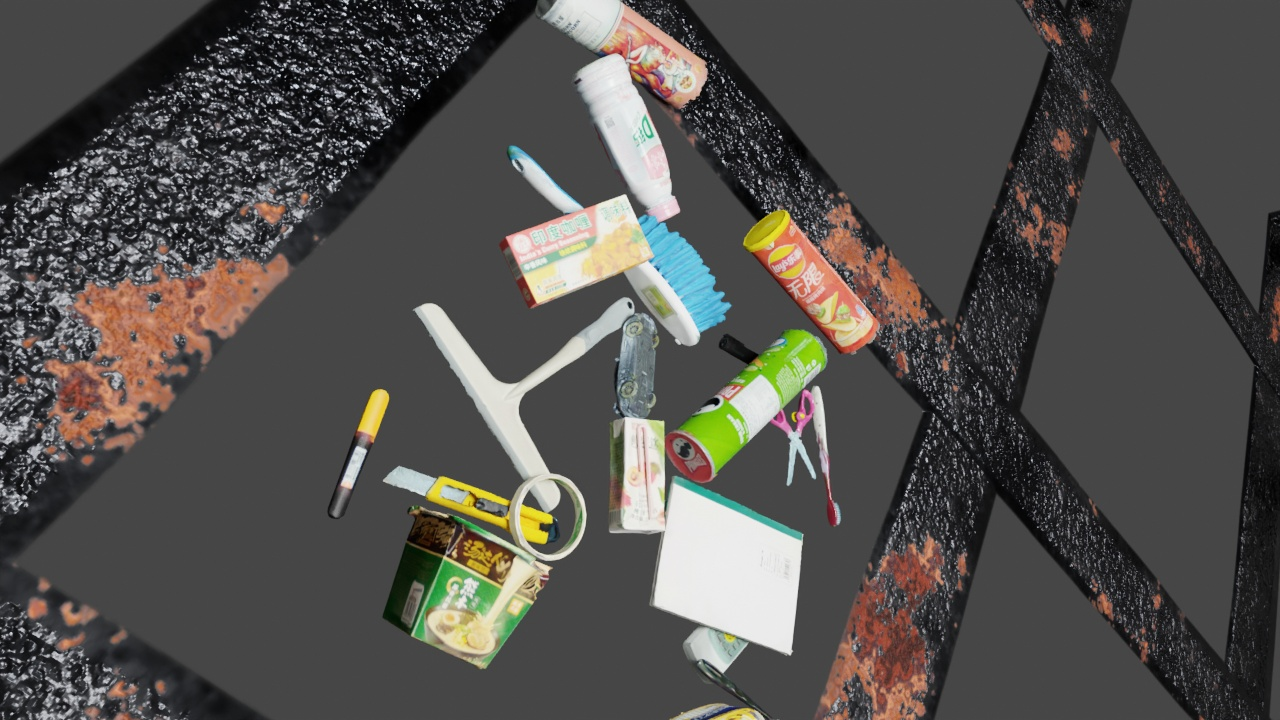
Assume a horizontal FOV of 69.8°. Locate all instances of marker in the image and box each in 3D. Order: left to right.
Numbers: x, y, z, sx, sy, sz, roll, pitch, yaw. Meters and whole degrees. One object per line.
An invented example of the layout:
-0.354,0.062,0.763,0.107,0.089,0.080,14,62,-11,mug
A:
-0.256,0.084,0.830,0.018,0.015,0.123,27,65,-29,marker
0.153,0.003,1.174,0.132,0.020,0.022,28,53,-29,marker

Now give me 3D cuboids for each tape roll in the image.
-0.092,0.156,0.919,0.085,0.014,0.085,8,77,-39,tape roll

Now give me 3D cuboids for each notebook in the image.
0.106,0.237,1.053,0.209,0.012,0.150,28,59,-28,notebook

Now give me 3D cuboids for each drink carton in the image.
-0.003,0.124,0.992,0.053,0.046,0.122,9,73,-28,drink carton

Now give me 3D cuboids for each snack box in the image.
-0.163,0.203,0.815,0.117,0.118,0.105,35,69,-27,snack box
-0.066,-0.118,0.985,0.155,0.027,0.077,-25,91,-29,snack box

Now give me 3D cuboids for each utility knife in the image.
-0.157,0.141,0.890,0.197,0.015,0.033,26,63,-31,utility knife

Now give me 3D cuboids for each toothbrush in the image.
0.119,0.380,1.031,0.181,0.018,0.015,45,63,-28,toothbrush
0.246,0.126,1.217,0.017,0.016,0.187,5,75,-46,toothbrush

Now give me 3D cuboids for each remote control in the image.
0.103,0.306,1.051,0.134,0.019,0.056,-36,101,-39,remote control

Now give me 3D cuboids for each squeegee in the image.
-0.075,-0.009,0.982,0.245,0.039,0.246,-39,103,-39,squeegee

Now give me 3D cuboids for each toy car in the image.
-0.006,0.006,1.028,0.054,0.037,0.120,34,59,-57,toy car

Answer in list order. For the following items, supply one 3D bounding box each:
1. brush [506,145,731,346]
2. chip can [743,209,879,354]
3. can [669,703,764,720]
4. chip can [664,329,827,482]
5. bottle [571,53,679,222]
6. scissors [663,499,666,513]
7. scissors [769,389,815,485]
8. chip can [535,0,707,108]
-0.020,-0.141,1.056,0.314,0.061,0.109,52,56,-12,brush
0.231,-0.103,1.230,0.216,0.073,0.073,44,55,-21,chip can
0.070,0.413,0.977,0.147,0.049,0.074,-4,81,-39,can
0.130,0.049,1.093,0.235,0.072,0.072,-39,103,-32,chip can
-0.012,-0.257,1.084,0.068,0.068,0.197,-34,103,-39,bottle
0.023,0.172,1.028,0.173,0.014,0.140,18,66,-33,scissors
0.194,0.095,1.185,0.124,0.017,0.133,25,67,-33,scissors
-0.019,-0.387,1.108,0.214,0.071,0.071,24,64,-32,chip can
